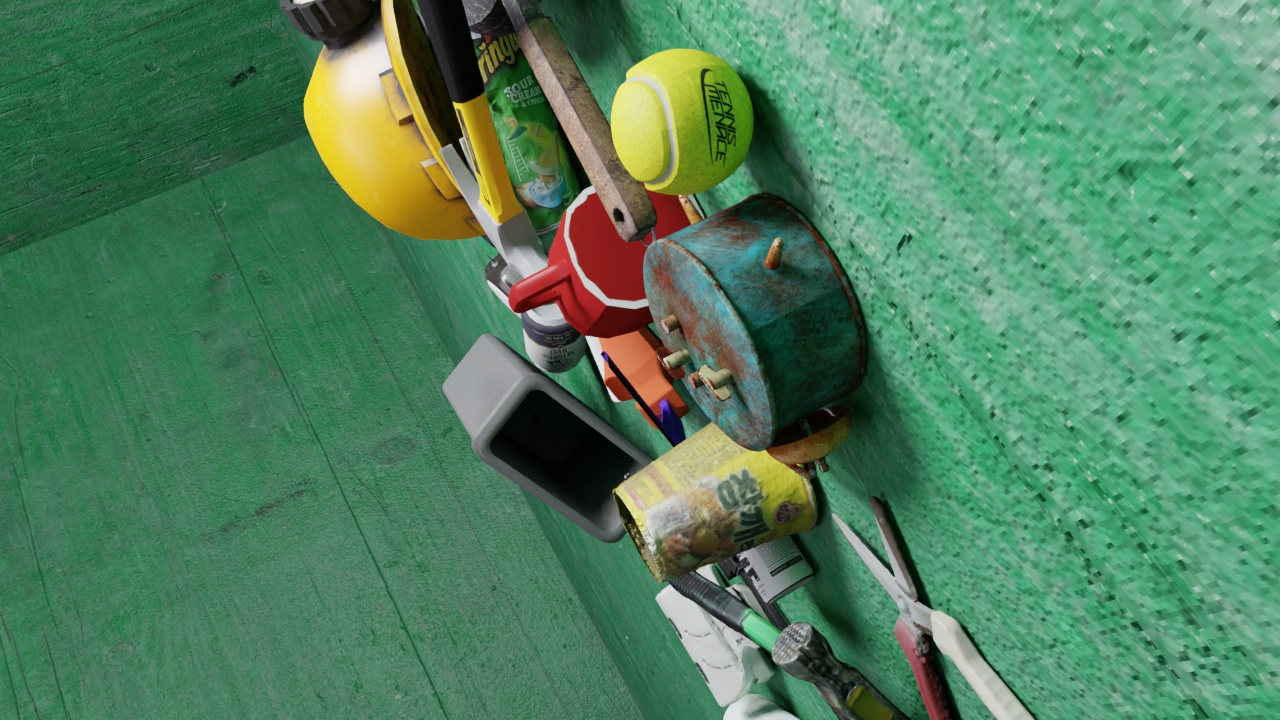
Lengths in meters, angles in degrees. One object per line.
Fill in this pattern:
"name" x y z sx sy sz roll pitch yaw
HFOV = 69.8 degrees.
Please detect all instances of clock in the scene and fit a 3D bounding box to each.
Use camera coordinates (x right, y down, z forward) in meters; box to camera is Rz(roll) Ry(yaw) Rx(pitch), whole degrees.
"clock" -0.130 -0.074 1.002 0.091 0.043 0.123 43 172 11
"clock" 0.055 -0.002 0.475 0.121 0.073 0.158 41 155 56

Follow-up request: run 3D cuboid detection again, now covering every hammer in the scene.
"hammer" 0.155 0.271 0.724 0.324 0.015 0.095 55 163 27
"hammer" -0.104 -0.162 0.546 0.127 0.029 0.324 51 165 25
"hammer" 0.089 0.204 0.693 0.130 0.032 0.319 42 169 -15

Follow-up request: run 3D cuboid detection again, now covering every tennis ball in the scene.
"tennis ball" 0.019 -0.109 0.424 0.065 0.065 0.065 57 164 25

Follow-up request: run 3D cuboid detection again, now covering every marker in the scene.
"marker" -0.041 -0.024 0.863 0.027 0.023 0.133 -10 112 31

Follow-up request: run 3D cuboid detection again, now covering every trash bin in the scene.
"trash bin" -0.101 0.074 0.980 0.192 0.097 0.220 39 177 -24

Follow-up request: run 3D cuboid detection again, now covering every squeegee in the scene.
"squeegee" -0.004 0.004 0.729 0.184 0.055 0.249 51 178 40

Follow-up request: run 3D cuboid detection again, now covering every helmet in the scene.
"helmet" -0.203 -0.196 0.766 0.255 0.131 0.205 63 -168 -46

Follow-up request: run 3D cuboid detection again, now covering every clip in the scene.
"clip" 0.072 0.261 0.875 0.126 0.110 0.151 57 175 15

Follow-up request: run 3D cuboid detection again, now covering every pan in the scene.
"pan" -0.077 -0.218 0.507 0.356 0.040 0.208 66 151 9

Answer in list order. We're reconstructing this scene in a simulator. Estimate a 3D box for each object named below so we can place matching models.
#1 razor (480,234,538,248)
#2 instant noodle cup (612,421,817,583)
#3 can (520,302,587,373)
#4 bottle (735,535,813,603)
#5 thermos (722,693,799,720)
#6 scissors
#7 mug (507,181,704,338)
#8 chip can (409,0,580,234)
"razor" -0.130 -0.138 0.931 0.156 0.057 0.060 -147 65 -64
"instant noodle cup" 0.044 0.088 0.596 0.102 0.108 0.102 59 167 22
"can" -0.087 -0.033 0.928 0.064 0.064 0.127 58 165 20
"bottle" 0.078 0.116 0.666 0.116 0.041 0.041 58 165 21
"thermos" 0.139 0.363 0.834 0.068 0.067 0.230 63 166 0
"scissors" 0.169 0.167 0.490 0.179 0.015 0.199 31 144 67
"mug" -0.025 -0.057 0.566 0.097 0.116 0.080 143 105 -76
"chip can" -0.109 -0.203 0.690 0.075 0.075 0.223 34 147 63
